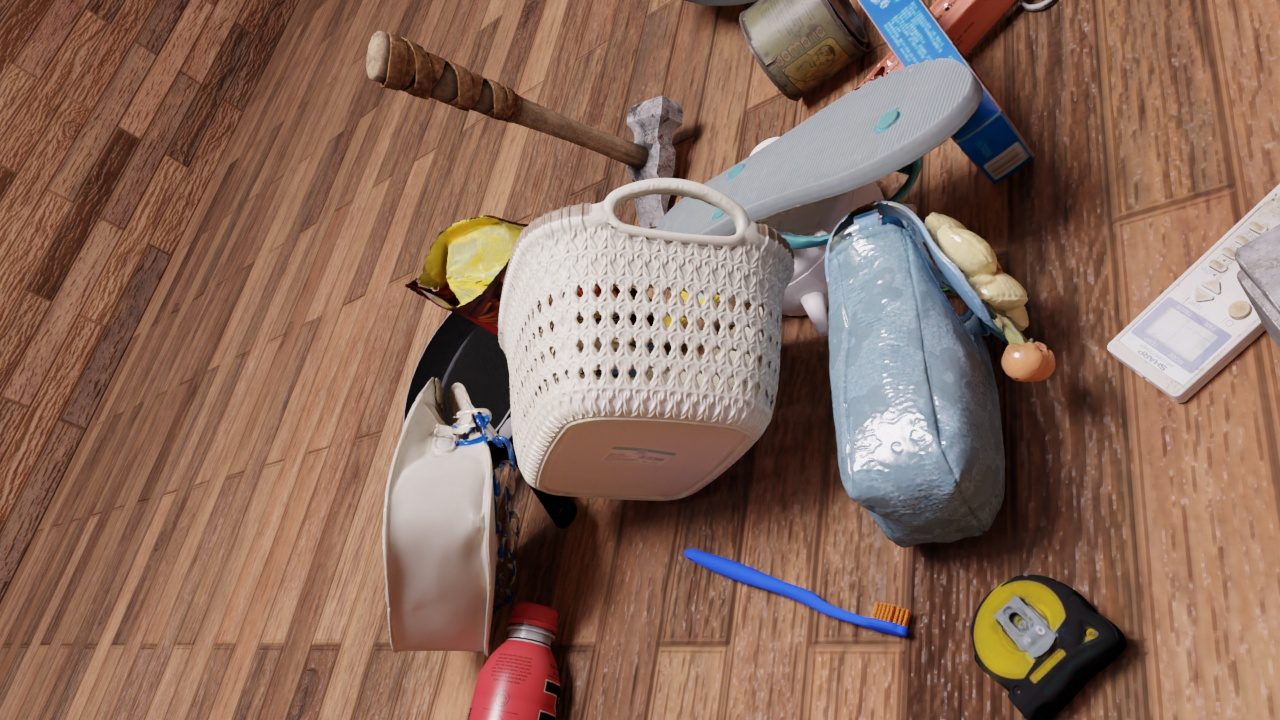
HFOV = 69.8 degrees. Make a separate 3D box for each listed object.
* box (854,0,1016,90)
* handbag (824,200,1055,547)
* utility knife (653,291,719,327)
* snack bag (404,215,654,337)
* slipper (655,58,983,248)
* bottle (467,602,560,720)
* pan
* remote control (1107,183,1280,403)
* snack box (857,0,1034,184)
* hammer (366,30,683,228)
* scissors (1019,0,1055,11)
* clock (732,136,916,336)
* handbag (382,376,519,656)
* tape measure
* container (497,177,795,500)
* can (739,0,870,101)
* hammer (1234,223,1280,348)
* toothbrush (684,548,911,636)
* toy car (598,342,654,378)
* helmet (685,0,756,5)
[{"bbox_3d":[0.209,-0.230,0.693,0.187,0.059,0.056,-47,14,18],"label":"box"},{"bbox_3d":[0.168,0.002,0.515,0.119,0.122,0.191,-16,52,28],"label":"handbag"},{"bbox_3d":[0.050,-0.051,0.688,0.152,0.017,0.030,-35,46,53],"label":"utility knife"},{"bbox_3d":[-0.078,-0.052,0.735,0.139,0.207,0.066,-18,71,19],"label":"snack bag"},{"bbox_3d":[0.112,-0.118,0.609,0.270,0.054,0.098,-17,41,48],"label":"slipper"},{"bbox_3d":[-0.094,0.265,0.659,0.062,0.062,0.176,-16,52,41],"label":"bottle"},{"bbox_3d":[-0.128,0.053,0.869,0.204,0.044,0.355,-54,40,6],"label":"pan"},{"bbox_3d":[0.310,-0.041,0.472,0.136,0.011,0.050,-47,37,12],"label":"remote control"},{"bbox_3d":[0.199,-0.194,0.611,0.034,0.087,0.151,-36,63,25],"label":"snack box"},{"bbox_3d":[-0.086,-0.208,0.796,0.049,0.318,0.121,-2,81,48],"label":"hammer"},{"bbox_3d":[0.265,-0.295,0.712,0.142,0.014,0.175,24,84,50],"label":"scissors"},{"bbox_3d":[0.111,-0.104,0.686,0.125,0.072,0.161,-56,38,10],"label":"clock"},{"bbox_3d":[-0.141,0.115,0.719,0.199,0.093,0.201,-97,12,-50],"label":"handbag"},{"bbox_3d":[0.194,0.137,0.452,0.062,0.034,0.061,-50,35,7],"label":"tape measure"},{"bbox_3d":[-0.004,0.004,0.622,0.247,0.184,0.142,118,154,-64],"label":"container"},{"bbox_3d":[0.140,-0.280,0.778,0.075,0.090,0.089,-30,44,31],"label":"can"},{"bbox_3d":[0.368,0.034,0.294,0.177,0.079,0.325,-35,42,26],"label":"hammer"},{"bbox_3d":[0.091,0.141,0.580,0.183,0.016,0.018,7,64,50],"label":"toothbrush"},{"bbox_3d":[-0.022,0.027,0.785,0.108,0.027,0.060,-46,38,14],"label":"toy car"},{"bbox_3d":[0.096,-0.440,0.882,0.266,0.166,0.225,-4,59,45],"label":"helmet"}]
